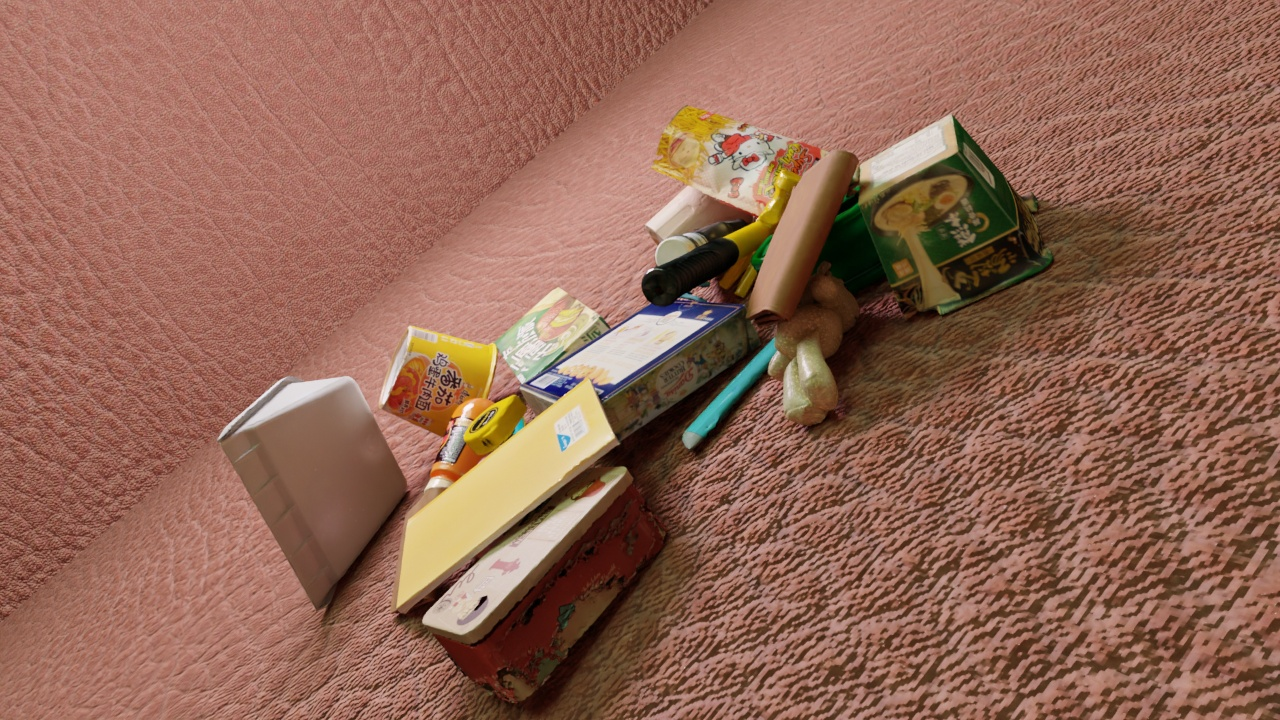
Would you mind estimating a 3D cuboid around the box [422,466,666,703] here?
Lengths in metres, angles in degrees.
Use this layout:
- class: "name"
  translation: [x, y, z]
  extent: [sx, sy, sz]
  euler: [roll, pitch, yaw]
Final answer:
- class: "box"
  translation: [-0.060, 0.160, 0.657]
  extent: [0.167, 0.080, 0.091]
  euler: [-44, 19, -31]

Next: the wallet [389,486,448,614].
- class: "wallet"
  translation: [-0.205, 0.177, 0.845]
  extent: [0.116, 0.020, 0.101]
  euler: [-36, 44, 55]

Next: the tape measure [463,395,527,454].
- class: "tape measure"
  translation: [-0.139, 0.066, 0.873]
  extent: [0.057, 0.029, 0.059]
  euler: [-24, 24, 37]

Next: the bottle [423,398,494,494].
- class: "bottle"
  translation: [-0.197, 0.111, 1.009]
  extent: [0.067, 0.067, 0.149]
  euler: [-21, 34, 39]

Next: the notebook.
- class: "notebook"
  translation: [-0.111, 0.100, 0.735]
  extent: [0.206, 0.010, 0.146]
  euler: [-39, 20, 3]

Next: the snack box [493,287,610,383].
- class: "snack box"
  translation: [-0.097, -0.013, 1.087]
  extent: [0.114, 0.063, 0.240]
  euler: [-42, 21, -4]

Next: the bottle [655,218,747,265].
- class: "bottle"
  translation: [0.064, -0.114, 0.951]
  extent: [0.080, 0.044, 0.194]
  euler: [-29, -1, 23]

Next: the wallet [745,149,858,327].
- class: "wallet"
  translation: [0.119, -0.091, 0.716]
  extent: [0.119, 0.035, 0.130]
  euler: [122, 171, -87]

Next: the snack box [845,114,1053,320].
- class: "snack box"
  translation: [0.225, -0.113, 0.688]
  extent: [0.118, 0.105, 0.118]
  euler: [-27, 25, 28]

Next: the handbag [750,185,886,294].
- class: "handbag"
  translation: [0.173, -0.103, 0.827]
  extent: [0.132, 0.068, 0.120]
  euler: [-30, 14, 28]

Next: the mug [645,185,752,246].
- class: "mug"
  translation: [0.069, -0.165, 1.120]
  extent: [0.103, 0.084, 0.124]
  euler: [-41, -4, -3]

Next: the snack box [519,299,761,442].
- class: "snack box"
  translation: [-0.005, 0.005, 0.874]
  extent: [0.182, 0.046, 0.178]
  euler: [-33, 18, -18]

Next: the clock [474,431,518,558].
- class: "clock"
  translation: [-0.126, 0.128, 0.844]
  extent: [0.158, 0.060, 0.117]
  euler: [-45, 20, -12]

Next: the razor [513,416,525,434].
- class: "razor"
  translation: [-0.140, 0.090, 0.992]
  extent: [0.132, 0.028, 0.043]
  euler: [-88, 21, -61]

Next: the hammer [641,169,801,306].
- class: "hammer"
  translation: [0.076, -0.097, 0.829]
  extent: [0.299, 0.033, 0.129]
  euler: [-33, -29, -60]

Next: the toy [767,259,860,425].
- class: "toy"
  translation: [0.137, -0.014, 0.710]
  extent: [0.156, 0.066, 0.105]
  euler: [-71, -5, -49]

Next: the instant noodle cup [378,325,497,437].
- class: "instant noodle cup"
  translation: [-0.253, 0.026, 1.133]
  extent: [0.138, 0.109, 0.137]
  euler: [-51, 27, 40]

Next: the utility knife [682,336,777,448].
- class: "utility knife"
  translation: [0.084, 0.023, 0.778]
  extent: [0.151, 0.013, 0.029]
  euler: [-45, 24, -22]

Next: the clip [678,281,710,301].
- class: "clip"
  translation: [0.045, -0.073, 0.933]
  extent: [0.057, 0.014, 0.047]
  euler: [8, 89, 29]

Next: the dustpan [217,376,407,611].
- class: "dustpan"
  translation: [-0.393, 0.131, 1.083]
  extent: [0.143, 0.223, 0.256]
  euler: [-12, 20, 29]

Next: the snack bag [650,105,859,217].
- class: "snack bag"
  translation: [0.123, -0.213, 1.018]
  extent: [0.208, 0.073, 0.128]
  euler: [27, 60, 26]
